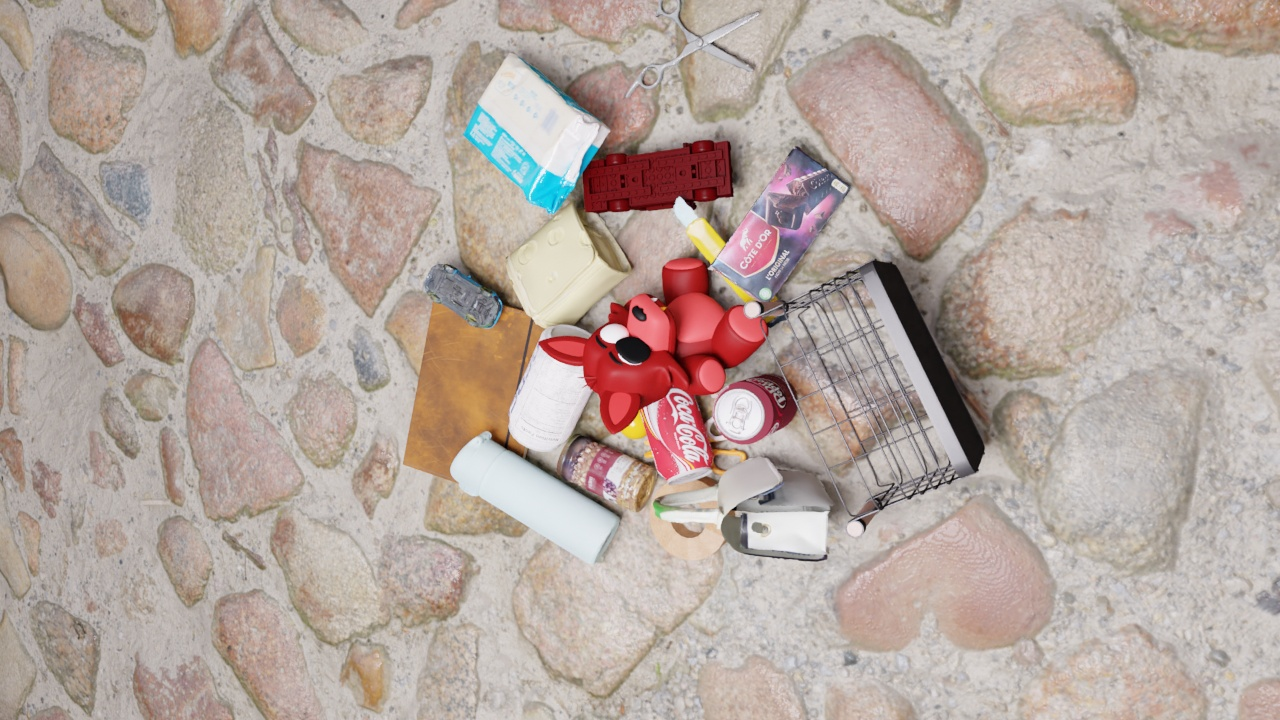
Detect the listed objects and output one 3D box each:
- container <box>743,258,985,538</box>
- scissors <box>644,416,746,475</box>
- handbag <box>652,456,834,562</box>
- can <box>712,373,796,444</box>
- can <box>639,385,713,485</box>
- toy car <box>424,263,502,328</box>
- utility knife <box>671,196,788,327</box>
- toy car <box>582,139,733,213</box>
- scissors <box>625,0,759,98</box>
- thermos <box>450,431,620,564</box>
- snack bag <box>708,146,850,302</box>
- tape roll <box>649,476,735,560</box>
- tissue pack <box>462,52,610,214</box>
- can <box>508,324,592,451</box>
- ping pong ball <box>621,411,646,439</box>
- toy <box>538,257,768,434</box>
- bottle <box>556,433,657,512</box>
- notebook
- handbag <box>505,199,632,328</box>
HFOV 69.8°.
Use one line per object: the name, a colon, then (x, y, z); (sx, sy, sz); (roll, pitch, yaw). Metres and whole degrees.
container: (0.219, 0.027, 0.882); (0.130, 0.162, 0.241); (-27, 83, 23)
scissors: (0.058, 0.090, 1.041); (0.131, 0.012, 0.073); (3, 92, 25)
handbag: (0.100, 0.143, 0.929); (0.176, 0.151, 0.074); (3, 95, 4)
can: (0.120, 0.049, 0.954); (0.063, 0.114, 0.063); (2, 95, 24)
can: (0.039, 0.079, 1.008); (0.064, 0.064, 0.104); (-24, 71, 23)
toy car: (-0.211, -0.078, 1.103); (0.105, 0.032, 0.048); (30, 104, 15)
utility knife: (0.094, -0.104, 0.977); (0.030, 0.017, 0.175); (-40, 103, 12)
toy car: (0.024, -0.197, 1.005); (0.170, 0.061, 0.070); (-3, 93, 24)
scissors: (0.052, -0.339, 1.009); (0.172, 0.014, 0.141); (-41, 75, 22)
thermos: (-0.127, 0.161, 1.084); (0.207, 0.065, 0.078); (29, 113, 10)
snack bag: (0.146, -0.139, 0.957); (0.074, 0.018, 0.155); (34, 96, -1)
tape roll: (0.059, 0.177, 1.038); (0.094, 0.027, 0.094); (2, 95, 24)
tissue pack: (-0.118, -0.255, 1.031); (0.117, 0.066, 0.209); (-56, 49, 16)
can: (-0.097, 0.032, 1.049); (0.078, 0.078, 0.136); (36, 120, 17)
ping pong ball: (-0.006, 0.070, 1.051); (0.040, 0.040, 0.040); (2, 95, 24)
toy: (0.015, -0.017, 0.955); (0.158, 0.196, 0.121); (49, 152, 35)
bottle: (-0.039, 0.130, 1.062); (0.105, 0.056, 0.056); (22, 103, 20)
notebook: (-0.194, 0.036, 1.135); (0.178, 0.014, 0.249); (16, 100, 16)
handbag: (-0.087, -0.107, 1.053); (0.119, 0.081, 0.111); (-40, 66, 24)
